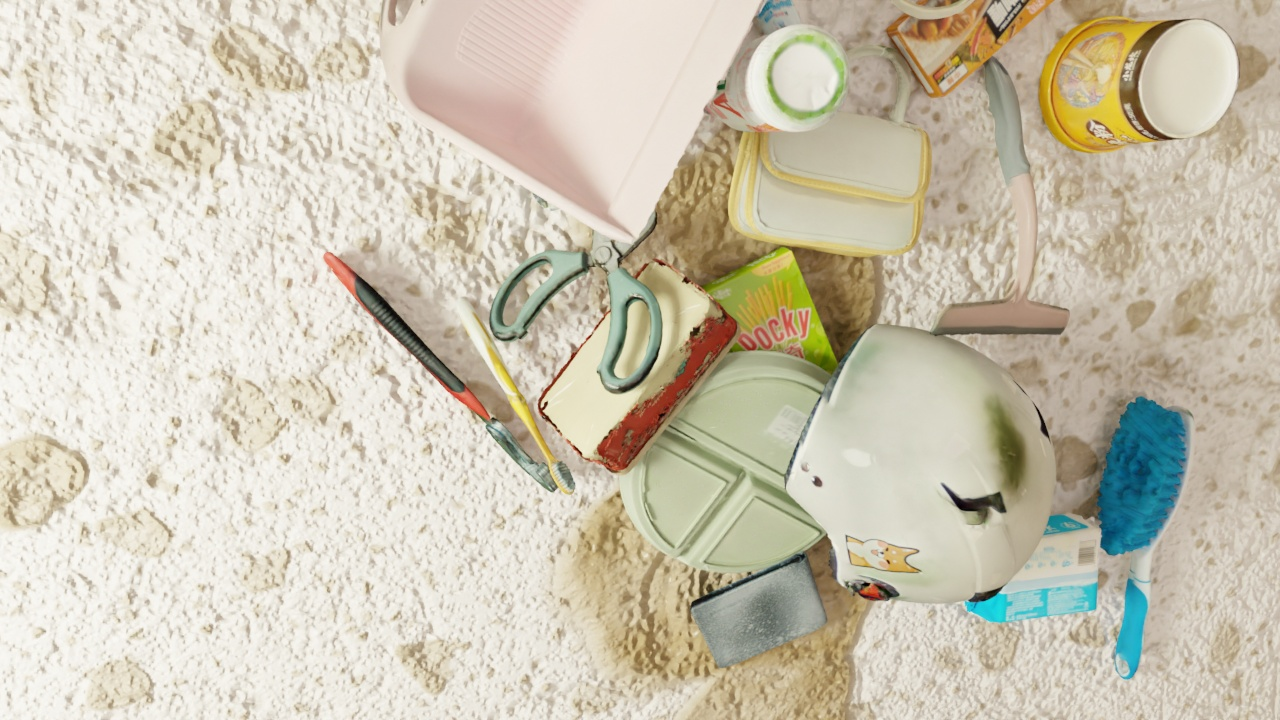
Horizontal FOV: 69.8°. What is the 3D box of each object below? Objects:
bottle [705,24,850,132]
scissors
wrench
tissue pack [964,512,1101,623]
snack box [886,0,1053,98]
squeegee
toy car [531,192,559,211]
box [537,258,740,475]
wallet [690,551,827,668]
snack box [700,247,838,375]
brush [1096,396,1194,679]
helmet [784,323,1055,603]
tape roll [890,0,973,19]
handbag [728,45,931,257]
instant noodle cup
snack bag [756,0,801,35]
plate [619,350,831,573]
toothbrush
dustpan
[{"bbox_3d":[0.088,-0.205,0.684,0.068,0.197,0.068,-3,104,-10],"label":"bottle"},{"bbox_3d":[-0.055,-0.050,0.749,0.181,0.019,0.170,-9,74,22],"label":"scissors"},{"bbox_3d":[-0.164,0.013,0.768,0.016,0.056,0.273,-46,104,-18],"label":"wrench"},{"bbox_3d":[0.390,0.205,0.912,0.140,0.063,0.090,-5,101,-12],"label":"tissue pack"},{"bbox_3d":[0.292,-0.305,0.789,0.154,0.026,0.075,-41,108,1],"label":"snack box"},{"bbox_3d":[0.323,-0.146,0.798,0.247,0.040,0.249,-2,88,-42],"label":"squeegee"},{"bbox_3d":[-0.048,-0.155,0.755,0.090,0.034,0.043,-20,109,-4],"label":"toy car"},{"bbox_3d":[-0.005,0.004,0.761,0.168,0.091,0.076,-52,145,4],"label":"box"},{"bbox_3d":[0.114,0.240,0.877,0.121,0.019,0.097,-24,123,-1],"label":"wallet"},{"bbox_3d":[0.123,-0.014,0.826,0.086,0.026,0.156,-26,107,-2],"label":"snack box"},{"bbox_3d":[0.505,0.191,0.933,0.109,0.060,0.315,1,104,-35],"label":"brush"},{"bbox_3d":[0.262,0.099,0.773,0.229,0.157,0.274,-50,122,-24],"label":"helmet"},{"bbox_3d":[0.244,-0.326,0.761,0.086,0.014,0.085,-1,83,8],"label":"tape roll"},{"bbox_3d":[0.170,-0.182,0.781,0.163,0.063,0.179,7,98,-14],"label":"handbag"},{"bbox_3d":[0.429,-0.238,0.786,0.118,0.114,0.118,-3,104,-11],"label":"instant noodle cup"},{"bbox_3d":[0.115,-0.278,0.752,0.048,0.026,0.104,-18,86,5],"label":"snack bag"},{"bbox_3d":[0.095,0.100,0.828,0.230,0.027,0.230,-4,115,-8],"label":"plate"},{"bbox_3d":[-0.104,0.028,0.766,0.016,0.018,0.191,-28,86,-30],"label":"toothbrush"},{"bbox_3d":[-0.069,-0.233,0.646,0.138,0.273,0.222,23,96,-41],"label":"dustpan"}]
